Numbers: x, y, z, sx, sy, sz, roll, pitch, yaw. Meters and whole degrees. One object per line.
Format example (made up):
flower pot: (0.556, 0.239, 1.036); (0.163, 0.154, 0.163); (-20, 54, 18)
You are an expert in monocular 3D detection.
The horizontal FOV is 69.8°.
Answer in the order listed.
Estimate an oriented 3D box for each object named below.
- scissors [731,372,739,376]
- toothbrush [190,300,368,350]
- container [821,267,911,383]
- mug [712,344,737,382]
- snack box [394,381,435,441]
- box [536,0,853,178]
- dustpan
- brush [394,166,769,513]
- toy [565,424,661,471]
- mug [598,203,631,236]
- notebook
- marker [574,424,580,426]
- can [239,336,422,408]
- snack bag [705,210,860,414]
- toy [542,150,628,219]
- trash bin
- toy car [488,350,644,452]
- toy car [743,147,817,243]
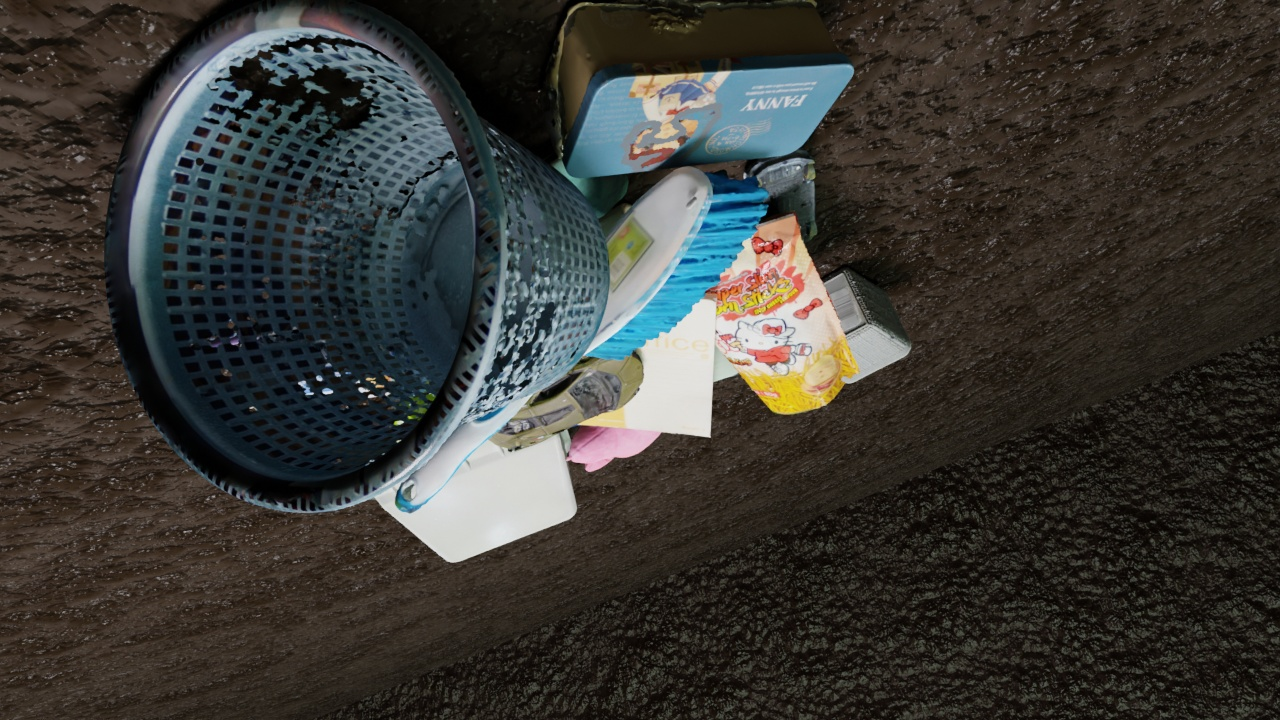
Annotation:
scissors: (0.098, -0.011, 1.051); (0.178, 0.014, 0.159); (-33, 156, 26)
toothbrush: (-0.230, -0.035, 0.665); (0.189, 0.014, 0.017); (-16, 152, -12)
container: (0.223, -0.039, 0.997); (0.090, 0.090, 0.114); (-31, 155, 23)
mug: (0.064, -0.030, 0.880); (0.106, 0.082, 0.112); (-18, 142, -6)
snack box: (-0.137, 0.011, 0.753); (0.156, 0.026, 0.086); (-44, 173, -28)
box: (0.036, -0.161, 0.538); (0.184, 0.060, 0.090); (-11, 158, -22)
dustpan: (-0.183, 0.123, 1.069); (0.222, 0.142, 0.258); (-21, 139, -3)
brush: (-0.047, -0.007, 0.608); (0.315, 0.060, 0.109); (-49, 158, 26)
toy: (-0.012, 0.060, 1.012); (0.178, 0.074, 0.195); (-36, 168, -33)
mug: (-0.040, -0.060, 0.682); (0.106, 0.081, 0.114); (-30, 165, 19)
notebook: (-0.005, 0.005, 0.830); (0.146, 0.010, 0.207); (5, 143, 5)
marker: (-0.137, 0.087, 1.064); (0.145, 0.017, 0.017); (-16, 159, -13)
can: (-0.233, 0.005, 0.704); (0.134, 0.053, 0.053); (-6, 155, -35)
snack bag: (0.107, -0.039, 0.788); (0.129, 0.073, 0.208); (-9, 140, 28)
toy: (-0.036, -0.122, 0.611); (0.097, 0.030, 0.091); (-34, 159, 17)
trash bin: (-0.121, -0.050, 0.488); (0.227, 0.226, 0.194); (-29, 171, 22)
toy car: (-0.071, 0.032, 0.815); (0.158, 0.042, 0.070); (-25, 131, 12)
toy car: (0.111, -0.127, 0.732); (0.054, 0.036, 0.121); (-17, 152, 1)
